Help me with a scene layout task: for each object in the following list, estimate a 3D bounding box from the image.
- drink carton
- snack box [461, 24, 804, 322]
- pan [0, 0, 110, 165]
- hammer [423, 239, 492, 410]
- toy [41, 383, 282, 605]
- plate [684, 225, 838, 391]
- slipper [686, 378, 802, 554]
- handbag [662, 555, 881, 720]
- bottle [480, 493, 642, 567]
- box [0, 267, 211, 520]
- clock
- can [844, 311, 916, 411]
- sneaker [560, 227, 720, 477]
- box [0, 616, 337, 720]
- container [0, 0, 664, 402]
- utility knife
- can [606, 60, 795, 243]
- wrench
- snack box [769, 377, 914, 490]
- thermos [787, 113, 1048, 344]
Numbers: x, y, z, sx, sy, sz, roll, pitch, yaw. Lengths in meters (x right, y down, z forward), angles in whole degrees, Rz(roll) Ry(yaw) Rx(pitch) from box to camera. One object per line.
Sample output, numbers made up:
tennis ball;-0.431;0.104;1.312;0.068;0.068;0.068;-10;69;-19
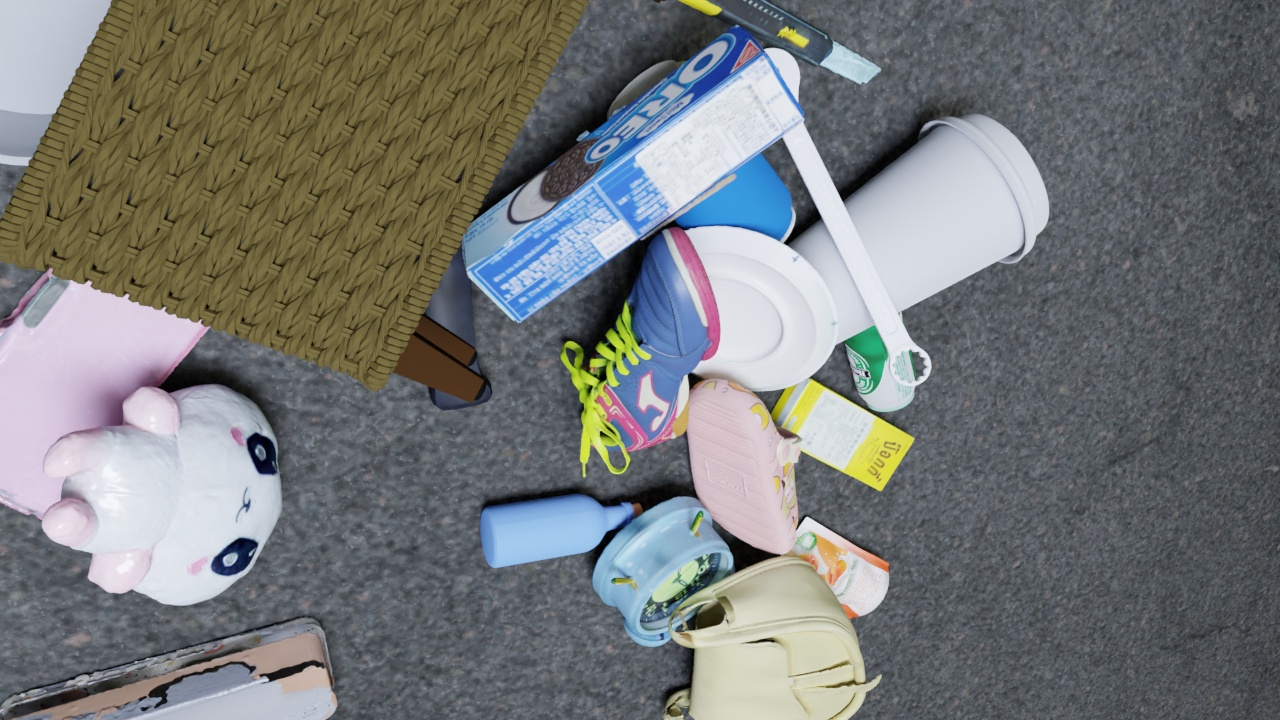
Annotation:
drink carton;0.184;0.204;0.896;0.122;0.039;0.069;32;94;-26
snack box;-0.010;-0.115;0.582;0.227;0.059;0.059;-33;126;13
pan;-0.395;-0.169;0.458;0.356;0.051;0.201;-28;119;-13
hammer;-0.131;-0.113;0.617;0.139;0.035;0.313;-11;115;-19
toy;-0.287;0.078;0.552;0.101;0.179;0.138;9;81;7
plate;0.069;-0.032;0.689;0.157;0.157;0.014;59;39;-30
slipper;0.092;0.078;0.766;0.081;0.093;0.197;-48;137;-30
handbag;0.114;0.269;0.817;0.190;0.088;0.233;-15;137;-13
bottle;-0.060;0.133;0.739;0.131;0.048;0.048;-5;112;-24
box;-0.331;-0.014;0.560;0.233;0.037;0.098;-48;121;-1
clock;0.025;0.183;0.782;0.118;0.060;0.162;-37;145;-8
can;0.209;-0.008;0.807;0.053;0.053;0.101;-29;119;-13
sneaker;-0.004;0.003;0.637;0.091;0.116;0.242;-14;152;-13
box;-0.333;0.254;0.658;0.216;0.063;0.081;-11;126;-21
container;-0.117;-0.148;0.467;0.205;0.176;0.321;28;91;-14
utility knife;0.099;-0.249;0.679;0.213;0.020;0.029;13;106;-30
can;0.045;-0.139;0.661;0.079;0.079;0.146;-46;122;-2
wrench;0.145;-0.106;0.679;0.047;0.009;0.273;-26;87;7
snack box;0.183;0.067;0.841;0.149;0.025;0.061;27;97;-31
thermos;0.196;-0.090;0.734;0.222;0.131;0.131;-33;121;-1
